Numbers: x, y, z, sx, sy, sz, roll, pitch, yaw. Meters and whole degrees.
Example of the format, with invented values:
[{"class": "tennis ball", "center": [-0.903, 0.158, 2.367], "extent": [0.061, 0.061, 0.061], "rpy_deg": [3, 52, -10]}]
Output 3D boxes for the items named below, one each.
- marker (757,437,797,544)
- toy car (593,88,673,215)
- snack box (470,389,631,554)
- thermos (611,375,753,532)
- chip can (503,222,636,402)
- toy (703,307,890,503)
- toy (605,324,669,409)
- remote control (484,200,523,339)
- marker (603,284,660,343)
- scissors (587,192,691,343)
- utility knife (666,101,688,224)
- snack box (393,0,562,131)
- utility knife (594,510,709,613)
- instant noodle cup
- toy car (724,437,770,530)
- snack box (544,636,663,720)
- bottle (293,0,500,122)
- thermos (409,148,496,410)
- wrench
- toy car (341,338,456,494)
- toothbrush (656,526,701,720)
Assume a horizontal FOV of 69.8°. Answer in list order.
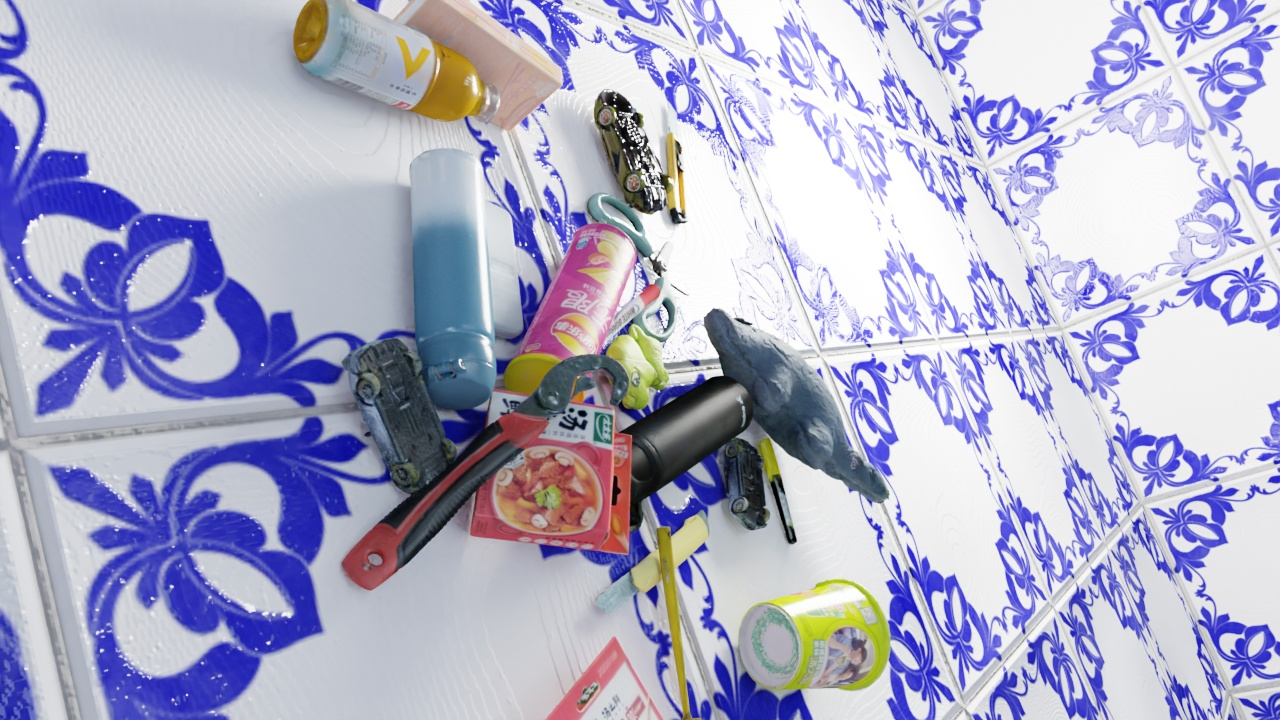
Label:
[{"class": "marker", "center": [0.157, 0.150, 1.052], "extent": [0.018, 0.015, 0.124], "rpy_deg": [3, 69, -50]}, {"class": "toy car", "center": [-0.012, -0.244, 1.073], "extent": [0.070, 0.042, 0.158], "rpy_deg": [-7, 74, -54]}, {"class": "snack box", "center": [-0.064, 0.088, 0.728], "extent": [0.127, 0.044, 0.113], "rpy_deg": [9, 54, -11]}, {"class": "thermos", "center": [0.027, 0.089, 0.890], "extent": [0.241, 0.068, 0.090], "rpy_deg": [-26, 120, -54]}, {"class": "chip can", "center": [-0.059, -0.043, 0.850], "extent": [0.071, 0.072, 0.210], "rpy_deg": [46, 38, -23]}, {"class": "toy", "center": [0.168, 0.044, 1.050], "extent": [0.356, 0.091, 0.137], "rpy_deg": [45, 7, -27]}, {"class": "toy", "center": [-0.005, 0.005, 0.923], "extent": [0.100, 0.031, 0.096], "rpy_deg": [12, 58, -53]}, {"class": "remote control", "center": [-0.135, -0.084, 0.824], "extent": [0.055, 0.020, 0.135], "rpy_deg": [19, 53, -46]}, {"class": "marker", "center": [-0.022, -0.040, 0.926], "extent": [0.017, 0.017, 0.144], "rpy_deg": [56, 44, -9]}, {"class": "scissors", "center": [-0.002, -0.099, 1.010], "extent": [0.171, 0.019, 0.169], "rpy_deg": [40, 39, -30]}, {"class": "utility knife", "center": [0.045, -0.258, 1.179], "extent": [0.033, 0.015, 0.215], "rpy_deg": [31, 45, -41]}, {"class": "snack box", "center": [-0.159, -0.286, 0.874], "extent": [0.157, 0.085, 0.026], "rpy_deg": [25, 46, -42]}, {"class": "utility knife", "center": [0.018, 0.184, 0.843], "extent": [0.031, 0.021, 0.204], "rpy_deg": [60, 28, 4]}, {"class": "instant noodle cup", "center": [0.164, 0.274, 0.902], "extent": [0.123, 0.112, 0.111], "rpy_deg": [9, 61, -41]}, {"class": "toy car", "center": [0.111, 0.134, 0.985], "extent": [0.049, 0.031, 0.105], "rpy_deg": [29, 45, -38]}, {"class": "snack box", "center": [-0.030, 0.294, 0.683], "extent": [0.127, 0.044, 0.113], "rpy_deg": [61, 35, -5]}, {"class": "bottle", "center": [-0.206, -0.256, 0.807], "extent": [0.189, 0.068, 0.068], "rpy_deg": [10, 60, -49]}, {"class": "thermos", "center": [-0.155, -0.068, 0.753], "extent": [0.070, 0.070, 0.220], "rpy_deg": [19, 54, -45]}, {"class": "wrench", "center": [-0.108, 0.071, 0.685], "extent": [0.056, 0.016, 0.272], "rpy_deg": [45, 55, 9]}, {"class": "toy car", "center": [-0.176, 0.043, 0.674], "extent": [0.054, 0.037, 0.120], "rpy_deg": [-38, 108, -56]}, {"class": "toothbrush", "center": [0.035, 0.242, 0.811], "extent": [0.015, 0.017, 0.190], "rpy_deg": [16, 61, -51]}]
